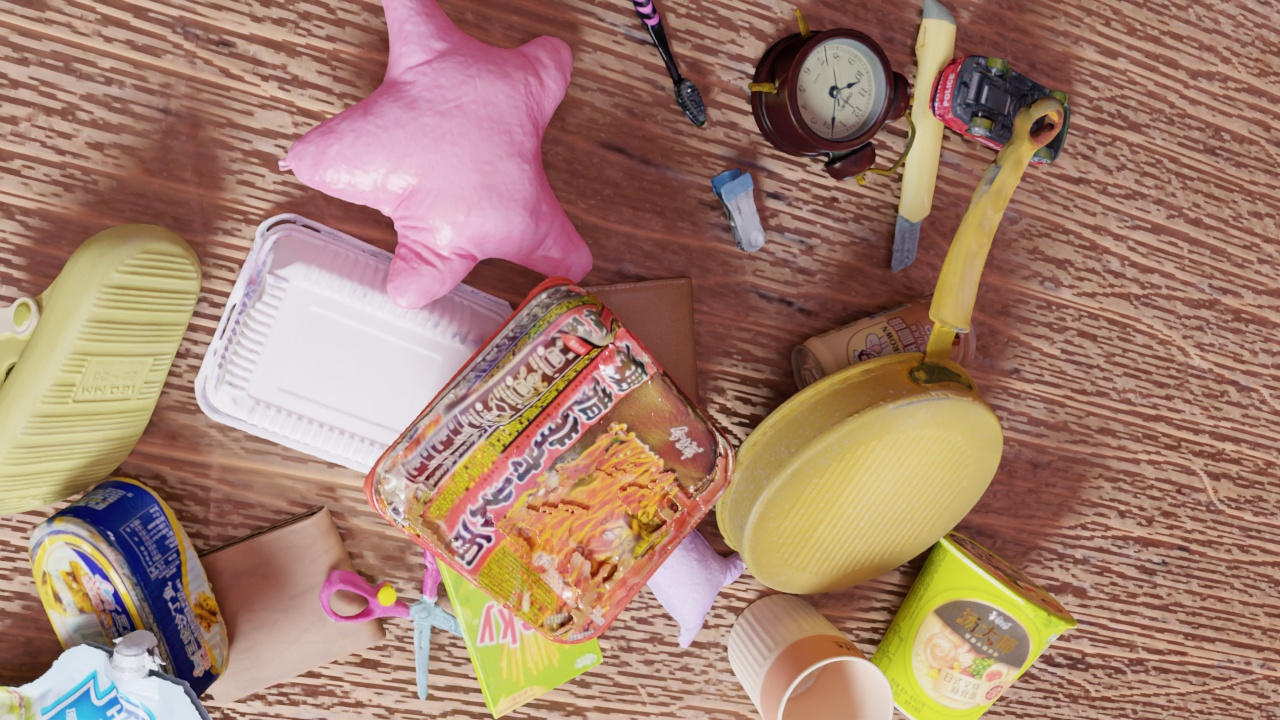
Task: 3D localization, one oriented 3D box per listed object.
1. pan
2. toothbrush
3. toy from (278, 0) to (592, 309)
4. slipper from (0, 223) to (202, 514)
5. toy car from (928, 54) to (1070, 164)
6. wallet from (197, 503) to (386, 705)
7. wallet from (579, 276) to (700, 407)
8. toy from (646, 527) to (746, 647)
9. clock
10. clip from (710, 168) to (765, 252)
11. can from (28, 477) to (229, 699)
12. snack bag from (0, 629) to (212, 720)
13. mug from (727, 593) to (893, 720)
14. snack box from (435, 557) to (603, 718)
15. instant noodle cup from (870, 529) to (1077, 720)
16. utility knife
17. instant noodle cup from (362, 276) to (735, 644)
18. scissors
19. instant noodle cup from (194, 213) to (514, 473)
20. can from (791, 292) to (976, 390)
[{"bbox_3d":[0.173,0.009,0.585,0.197,0.078,0.358,6,127,-31],"label":"pan"},{"bbox_3d":[-0.002,-0.234,0.576,0.014,0.018,0.189,-30,105,-5],"label":"toothbrush"},{"bbox_3d":[-0.117,-0.129,0.533,0.178,0.075,0.194,-7,92,-24],"label":"toy"},{"bbox_3d":[-0.320,-0.003,0.514,0.081,0.091,0.191,39,101,22],"label":"slipper"},{"bbox_3d":[0.250,-0.173,0.636,0.120,0.045,0.053,12,95,-31],"label":"toy car"},{"bbox_3d":[-0.237,0.158,0.590,0.115,0.020,0.101,-20,105,-7],"label":"wallet"},{"bbox_3d":[-0.004,0.004,0.614,0.090,0.033,0.115,-7,101,-16],"label":"wallet"},{"bbox_3d":[0.024,0.135,0.642,0.108,0.039,0.083,48,69,-14],"label":"toy"},{"bbox_3d":[0.129,-0.168,0.602,0.122,0.055,0.082,32,91,-19],"label":"clock"},{"bbox_3d":[0.068,-0.099,0.619,0.027,0.045,0.058,-26,115,-12],"label":"clip"},{"bbox_3d":[-0.298,0.145,0.539,0.075,0.049,0.148,-5,110,16],"label":"can"},{"bbox_3d":[-0.318,0.216,0.525,0.191,0.038,0.110,-21,98,22],"label":"snack bag"},{"bbox_3d":[0.121,0.235,0.649,0.081,0.106,0.114,-27,106,-8],"label":"mug"},{"bbox_3d":[-0.084,0.150,0.614,0.085,0.026,0.156,-21,105,-23],"label":"snack box"},{"bbox_3d":[0.235,0.206,0.678,0.111,0.111,0.123,29,100,-17],"label":"instant noodle cup"},{"bbox_3d":[0.197,-0.154,0.640,0.031,0.020,0.188,5,93,-11],"label":"utility knife"},{"bbox_3d":[-0.049,0.059,0.539,0.164,0.079,0.189,-47,119,-7],"label":"instant noodle cup"},{"bbox_3d":[-0.143,0.158,0.609,0.133,0.017,0.131,35,77,-29],"label":"scissors"},{"bbox_3d":[-0.169,0.003,0.557,0.173,0.060,0.138,23,94,-16],"label":"instant noodle cup"},{"bbox_3d":[0.169,-0.004,0.641,0.116,0.058,0.058,-20,105,-10],"label":"can"}]
